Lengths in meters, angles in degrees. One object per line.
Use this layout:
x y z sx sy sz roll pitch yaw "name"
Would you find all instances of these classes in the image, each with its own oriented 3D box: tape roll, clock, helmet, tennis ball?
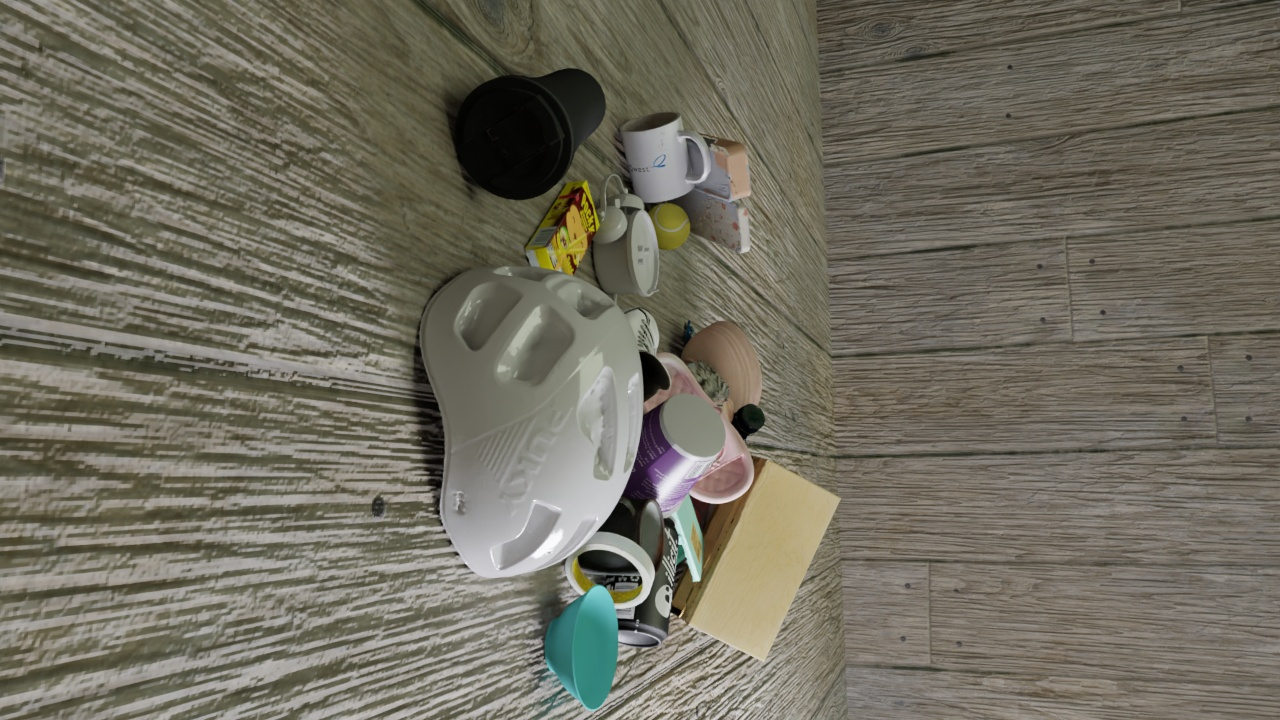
-0.032 0.221 0.966 0.019 0.094 0.094 -65 146 -53 "tape roll"
-0.019 -0.149 1.122 0.119 0.061 0.159 -56 140 -60 "clock"
0.078 0.215 1.329 0.156 0.062 0.110 -54 152 -37 "clock"
-0.095 0.061 0.818 0.223 0.184 0.283 -26 131 -65 "helmet"
0.037 -0.187 1.280 0.065 0.065 0.065 -3 90 -71 "tennis ball"

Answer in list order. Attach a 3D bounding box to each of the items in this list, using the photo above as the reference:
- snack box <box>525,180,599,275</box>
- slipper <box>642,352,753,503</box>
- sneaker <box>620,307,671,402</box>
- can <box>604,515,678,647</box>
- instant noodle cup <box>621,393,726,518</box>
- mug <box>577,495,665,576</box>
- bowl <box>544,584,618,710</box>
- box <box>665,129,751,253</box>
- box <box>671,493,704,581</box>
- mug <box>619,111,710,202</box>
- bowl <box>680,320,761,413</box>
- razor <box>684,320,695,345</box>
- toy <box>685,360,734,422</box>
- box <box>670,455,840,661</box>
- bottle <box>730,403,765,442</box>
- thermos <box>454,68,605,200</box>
-0.082 -0.134 0.993 0.148 0.026 0.061 -69 150 -49 "snack box"
0.064 0.091 1.199 0.221 0.106 0.056 57 -5 -5 "slipper"
-0.006 0.006 1.074 0.244 0.097 0.091 -54 137 -60 "sneaker"
0.000 0.253 1.072 0.080 0.080 0.145 60 33 -52 "can"
0.036 0.099 1.057 0.122 0.122 0.136 47 46 4 "instant noodle cup"
-0.028 0.185 1.005 0.084 0.081 0.111 -73 152 -45 "mug"
-0.065 0.290 0.933 0.121 0.046 0.121 -3 90 -71 "bowl"
0.086 -0.240 1.281 0.216 0.043 0.151 37 -34 56 "box"
0.050 0.206 1.183 0.077 0.080 0.189 -36 130 -23 "box"
0.038 -0.271 1.219 0.082 0.120 0.096 -46 131 -44 "mug"
0.107 0.021 1.378 0.076 0.153 0.153 -14 104 -28 "bowl"
0.097 -0.006 1.493 0.141 0.018 0.043 63 29 -49 "razor"
0.079 0.089 1.267 0.132 0.076 0.176 -12 95 -27 "toy"
0.142 0.265 1.294 0.141 0.185 0.248 33 79 -31 "box"
0.124 0.112 1.356 0.056 0.161 0.056 14 58 -24 "bottle"
-0.092 -0.230 0.880 0.218 0.106 0.106 -65 146 -63 "thermos"
